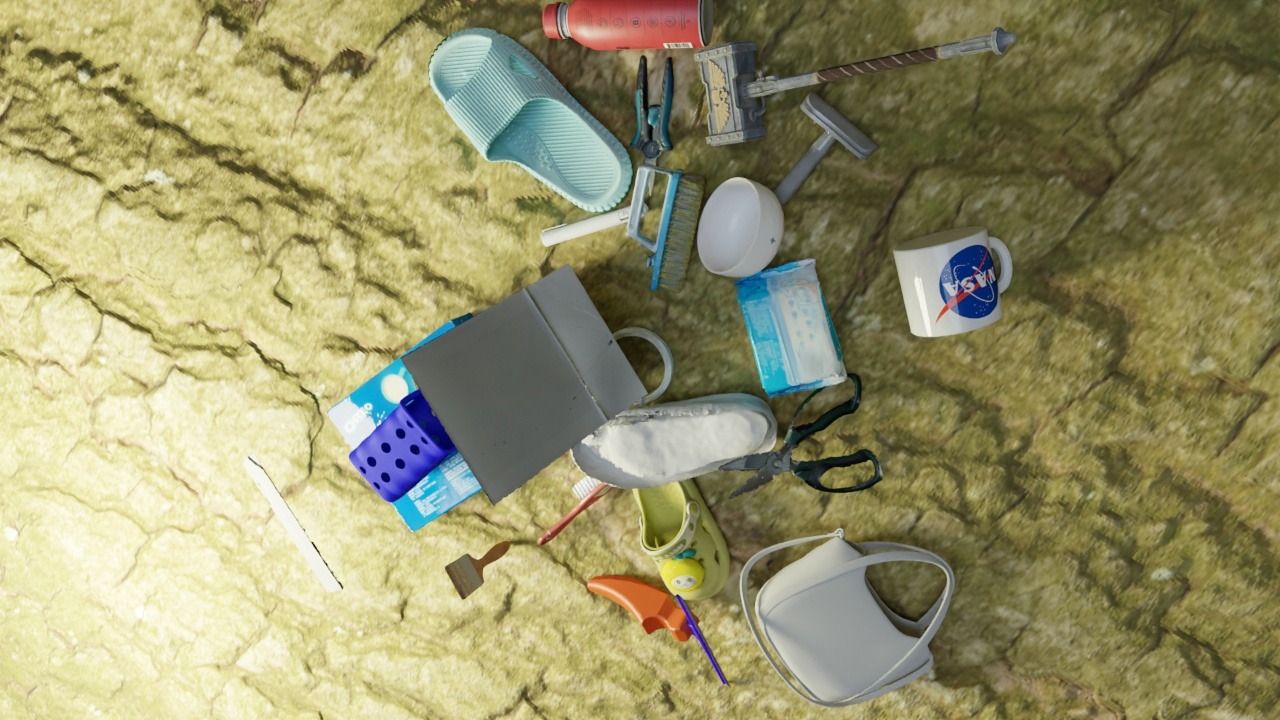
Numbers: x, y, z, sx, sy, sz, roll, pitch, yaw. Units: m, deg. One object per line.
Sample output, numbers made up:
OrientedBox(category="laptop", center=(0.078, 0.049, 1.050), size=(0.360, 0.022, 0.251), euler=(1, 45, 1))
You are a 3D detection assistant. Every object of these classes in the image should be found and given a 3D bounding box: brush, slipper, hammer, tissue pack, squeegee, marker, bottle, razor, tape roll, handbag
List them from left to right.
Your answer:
OrientedBox(category="brush", center=(-0.197, 0.254, 1.151), size=(0.008, 0.142, 0.045), euler=(-31, 87, 20))
OrientedBox(category="slipper", center=(-0.126, -0.267, 1.020), size=(0.276, 0.069, 0.116), euler=(40, 109, 2))
OrientedBox(category="brush", center=(-0.075, 0.173, 1.150), size=(0.173, 0.040, 0.030), euler=(-43, 71, 21))
OrientedBox(category="marker", center=(-0.053, -0.158, 1.056), size=(0.134, 0.017, 0.020), euler=(-14, 97, 20))
OrientedBox(category="bottle", center=(-0.016, -0.359, 0.962), size=(0.177, 0.062, 0.062), euler=(4, 107, 15))
OrientedBox(category="tape roll", center=(-0.006, 0.006, 1.093), size=(0.093, 0.013, 0.093), euler=(5, 107, 16))
OrientedBox(category="squeegee", center=(0.013, 0.309, 1.141), size=(0.185, 0.055, 0.250), euler=(15, 147, 31))
OrientedBox(category="brush", center=(0.023, -0.143, 1.015), size=(0.075, 0.055, 0.136), euler=(13, 109, 4))
OrientedBox(category="slipper", center=(0.036, 0.086, 1.069), size=(0.247, 0.074, 0.112), euler=(-11, 93, 14))
OrientedBox(category="slipper", center=(0.044, 0.209, 1.102), size=(0.092, 0.081, 0.190), euler=(-19, 97, 18))
OrientedBox(category="tissue pack", center=(0.165, -0.036, 1.003), size=(0.093, 0.061, 0.144), euler=(-14, 103, 19))
OrientedBox(category="razor", center=(0.176, -0.208, 0.964), size=(0.088, 0.047, 0.116), euler=(41, 120, 2))
OrientedBox(category="hammer", center=(0.190, -0.270, 0.860), size=(0.323, 0.044, 0.098), euler=(4, 109, 45))
OrientedBox(category="handbag", center=(0.251, 0.283, 1.058), size=(0.223, 0.095, 0.216), euler=(-35, 96, 17))

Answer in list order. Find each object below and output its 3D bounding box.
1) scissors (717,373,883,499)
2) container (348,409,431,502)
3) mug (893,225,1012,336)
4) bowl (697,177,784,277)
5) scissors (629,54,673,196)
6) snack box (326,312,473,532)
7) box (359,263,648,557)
OrientedBox(category="scissors", center=(0.176, 0.083, 1.012), size=(0.209, 0.015, 0.155), euler=(-3, 99, -18))
OrientedBox(category="container", center=(-0.274, 0.100, 1.100), size=(0.114, 0.085, 0.084), euler=(-41, 90, 24))
OrientedBox(category="mug", center=(0.326, -0.085, 0.934), size=(0.121, 0.091, 0.090), euler=(-19, 102, -15))
OrientedBox(category="bowl", center=(0.112, -0.138, 0.977), size=(0.105, 0.054, 0.104), euler=(-17, 70, 53))
OrientedBox(category="scissors", center=(0.019, -0.260, 1.004), size=(0.139, 0.019, 0.129), euler=(-39, 93, 24))
OrientedBox(category="snack box", center=(-0.255, 0.082, 1.166), size=(0.239, 0.056, 0.195), euler=(-32, 94, 23))
OrientedBox(category="box", center=(-0.115, 0.026, 0.867), size=(0.149, 0.505, 0.167), euler=(-31, 94, 17))
